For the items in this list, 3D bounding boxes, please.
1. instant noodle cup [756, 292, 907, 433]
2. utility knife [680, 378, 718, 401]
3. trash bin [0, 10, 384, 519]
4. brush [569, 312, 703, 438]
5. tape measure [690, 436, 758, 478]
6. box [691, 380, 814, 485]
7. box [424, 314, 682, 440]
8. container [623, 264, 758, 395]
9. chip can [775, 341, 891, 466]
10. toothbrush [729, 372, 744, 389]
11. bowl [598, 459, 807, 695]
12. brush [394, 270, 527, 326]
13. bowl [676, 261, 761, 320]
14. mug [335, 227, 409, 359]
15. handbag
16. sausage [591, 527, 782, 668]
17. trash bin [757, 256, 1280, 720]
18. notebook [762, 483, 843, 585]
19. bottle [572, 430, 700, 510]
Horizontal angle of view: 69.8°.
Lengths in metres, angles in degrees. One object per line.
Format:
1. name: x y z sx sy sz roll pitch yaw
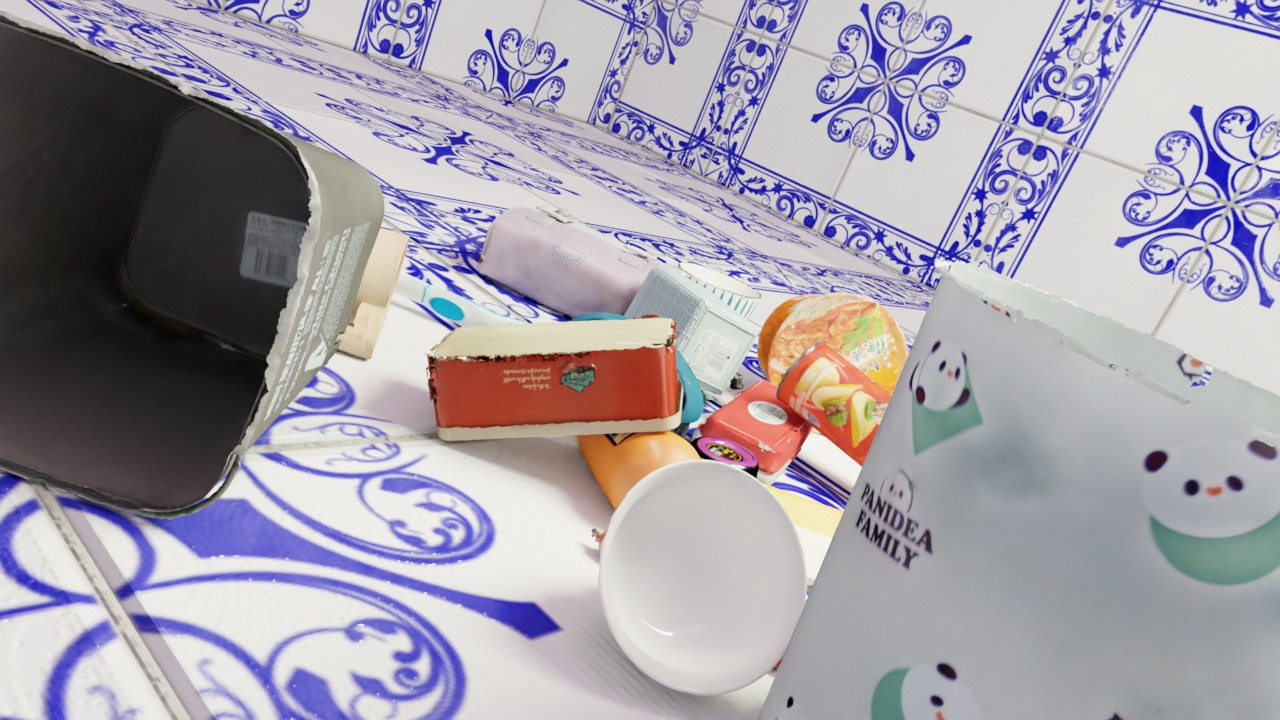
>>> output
1. instant noodle cup: 0.198 -0.006 1.000 0.151 0.151 0.111 20 9 -10
2. utility knife: 0.001 0.016 0.884 0.185 0.018 0.034 15 25 -31
3. trash bin: -0.254 -0.057 0.507 0.198 0.199 0.219 23 10 -4
4. brush: -0.005 0.005 0.794 0.144 0.074 0.055 37 32 13
5. tape measure: 0.060 0.086 0.709 0.058 0.039 0.057 18 17 2
6. box: 0.109 0.064 0.852 0.087 0.047 0.200 26 17 15
7. box: -0.057 0.003 0.638 0.168 0.077 0.091 -3 17 5
8. container: 0.049 -0.029 0.922 0.090 0.090 0.111 26 8 -31
9. chip can: 0.222 0.072 0.808 0.216 0.073 0.073 42 24 24
10. toothbrush: 0.096 0.008 0.994 0.014 0.016 0.189 -7 10 1
11. bowl: 0.023 0.117 0.497 0.118 0.118 0.065 17 -21 -17
12. brush: -0.224 -0.077 0.834 0.314 0.061 0.109 18 23 -24
13. bowl: 0.092 -0.077 1.200 0.116 0.066 0.116 20 16 -6
14. mug: -0.248 -0.061 0.721 0.103 0.084 0.124 17 44 -14
15. handbag: -0.064 -0.102 1.042 0.197 0.099 0.144 26 23 13
16. sausage: 0.033 0.141 0.541 0.156 0.020 0.020 28 18 19
17. trash bin: 0.181 0.115 0.405 0.229 0.252 0.229 20 18 -7
18. notebook: 0.187 0.156 0.703 0.206 0.010 0.145 20 16 -9
19. bottle: -0.012 0.064 0.657 0.066 0.067 0.149 12 13 -31
